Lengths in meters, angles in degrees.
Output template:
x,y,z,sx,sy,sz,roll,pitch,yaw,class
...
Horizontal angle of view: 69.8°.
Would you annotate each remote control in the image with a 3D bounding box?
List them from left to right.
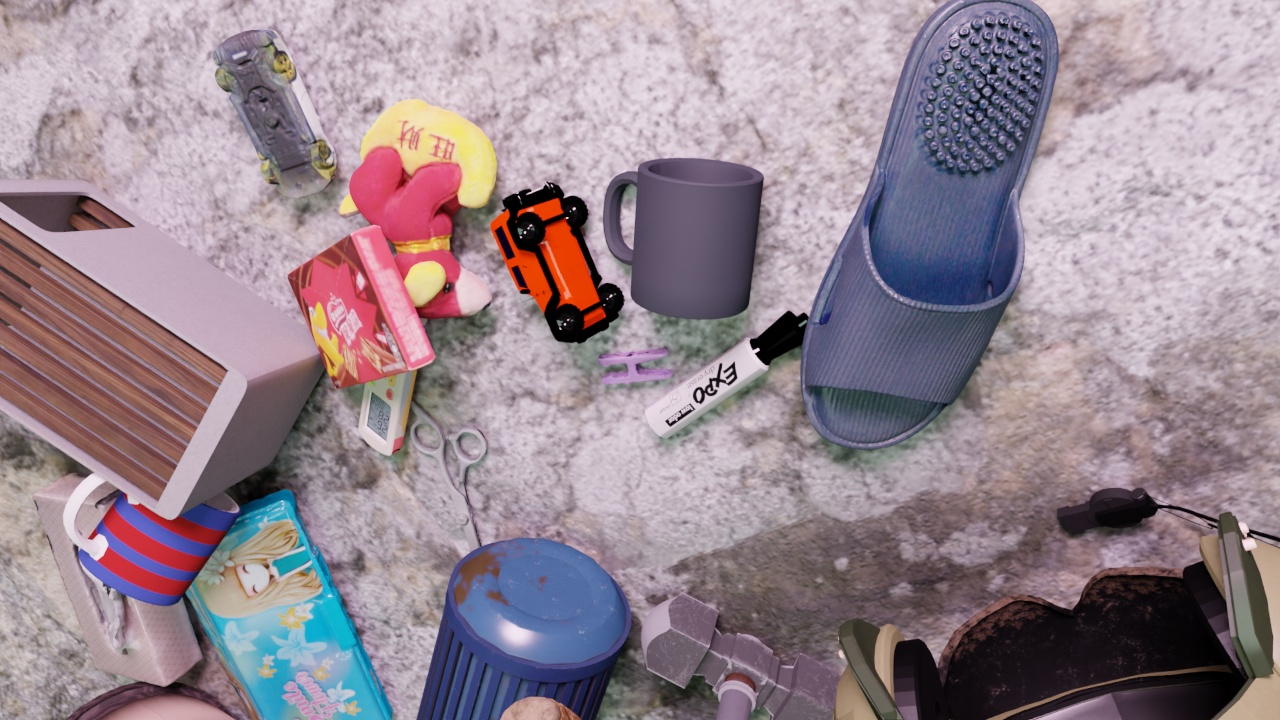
x,y,z,sx,sy,sz,roll,pitch,yaw,class
-0.177,0.010,0.649,0.038,0.018,0.126,32,120,27,remote control

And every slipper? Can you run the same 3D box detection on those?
x,y,z,sx,sy,sz,roll,pitch,yaw,class
0.161,-0.057,0.491,0.101,0.082,0.264,11,113,-4,slipper

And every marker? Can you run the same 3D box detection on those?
x,y,z,sx,sy,sz,roll,pitch,yaw,class
0.056,0.008,0.585,0.126,0.025,0.025,-36,99,25,marker

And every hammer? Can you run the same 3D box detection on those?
x,y,z,sx,sy,sz,roll,pitch,yaw,class
0.004,0.305,0.637,0.122,0.048,0.319,-18,133,22,hammer
0.040,0.269,0.531,0.156,0.321,0.043,26,116,4,hammer

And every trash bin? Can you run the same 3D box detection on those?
x,y,z,sx,sy,sz,roll,pitch,yaw,class
-0.355,-0.015,0.627,0.229,0.114,0.115,34,103,0,trash bin
-0.098,0.259,0.670,0.139,0.139,0.250,21,114,7,trash bin

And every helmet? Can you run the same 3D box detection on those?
x,y,z,sx,sy,sz,roll,pitch,yaw,class
0.236,0.189,0.469,0.251,0.255,0.233,-25,100,24,helmet

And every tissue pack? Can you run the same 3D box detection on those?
x,y,z,sx,sy,sz,roll,pitch,yaw,class
-0.443,0.190,0.771,0.104,0.071,0.181,3,110,26,tissue pack

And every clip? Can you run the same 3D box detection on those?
x,y,z,sx,sy,sz,roll,pitch,yaw,class
-0.004,0.007,0.609,0.053,0.013,0.037,10,113,14,clip

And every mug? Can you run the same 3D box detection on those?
x,y,z,sx,sy,sz,roll,pitch,yaw,class
-0.346,0.114,0.635,0.075,0.112,0.076,29,81,30,mug
0.019,-0.077,0.542,0.105,0.071,0.077,22,119,36,mug

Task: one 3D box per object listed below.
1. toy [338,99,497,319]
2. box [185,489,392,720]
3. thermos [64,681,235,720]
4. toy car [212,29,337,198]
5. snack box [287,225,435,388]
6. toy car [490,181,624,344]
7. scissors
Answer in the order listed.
x,y,z,sx,sy,sz,roll,pitch,yaw,class
-0.141,-0.094,0.580,0.106,0.067,0.137,4,106,13,toy
-0.317,0.228,0.754,0.173,0.083,0.227,-11,108,19,box
-0.371,0.352,0.726,0.227,0.172,0.173,-12,110,46,thermos
-0.232,-0.159,0.592,0.048,0.033,0.105,-12,112,18,toy car
-0.185,-0.030,0.597,0.133,0.021,0.089,-11,103,53,snack box
-0.054,-0.059,0.571,0.049,0.051,0.100,-15,102,41,toy car
-0.143,0.104,0.687,0.090,0.014,0.172,13,113,12,scissors
